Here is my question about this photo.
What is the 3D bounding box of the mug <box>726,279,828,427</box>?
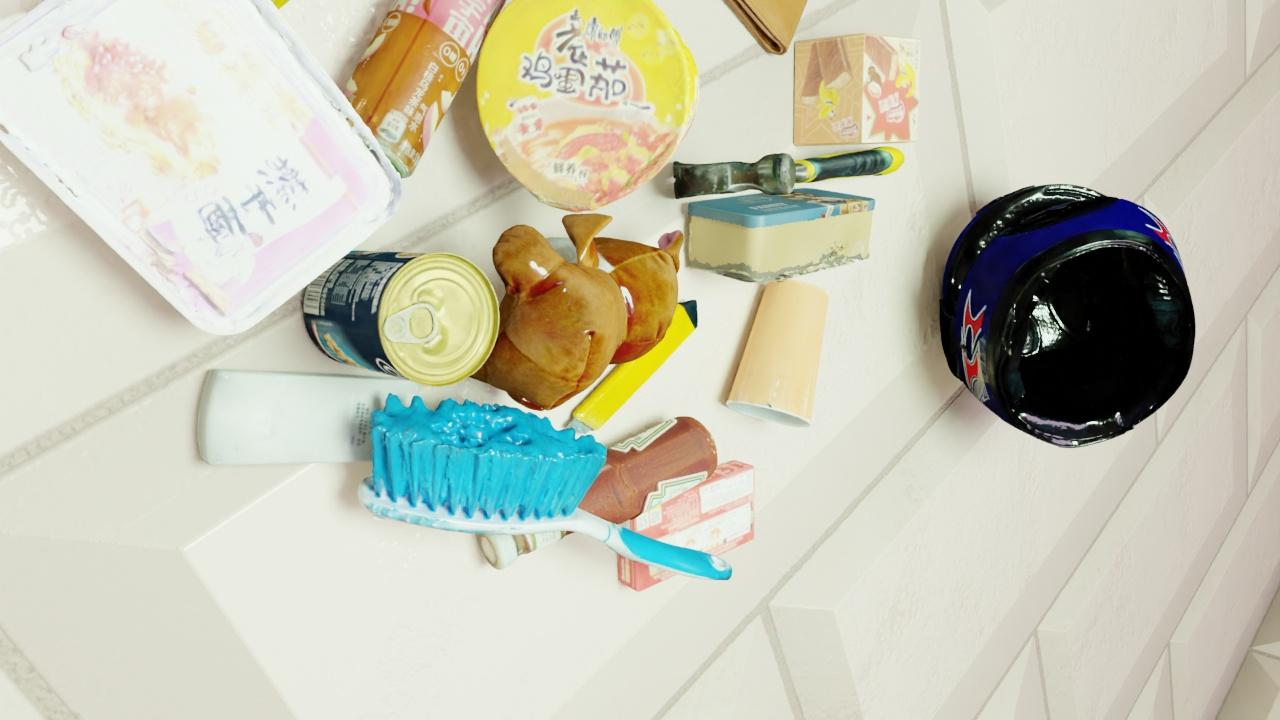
[{"bbox_3d":[0.131,-0.008,0.839,0.078,0.078,0.122,25,76,-43],"label":"mug"}]

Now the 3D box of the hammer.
[{"bbox_3d":[0.145,-0.169,0.808,0.322,0.126,0.032,-19,109,-50],"label":"hammer"}]

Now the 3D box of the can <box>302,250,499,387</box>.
[{"bbox_3d":[-0.146,-0.028,0.549,0.075,0.111,0.075,-8,101,-41],"label":"can"}]

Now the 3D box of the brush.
[{"bbox_3d":[-0.045,0.100,0.645,0.314,0.060,0.110,11,115,-28],"label":"brush"}]

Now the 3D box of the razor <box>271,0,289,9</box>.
[{"bbox_3d":[-0.206,-0.206,0.517,0.043,0.028,0.132,48,64,-34],"label":"razor"}]

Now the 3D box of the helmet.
[{"bbox_3d":[0.447,-0.073,0.999,0.239,0.247,0.316,-96,162,-48],"label":"helmet"}]

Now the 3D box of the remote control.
[{"bbox_3d":[-0.202,0.036,0.571,0.135,0.019,0.056,4,96,-44],"label":"remote control"}]

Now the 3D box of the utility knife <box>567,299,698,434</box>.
[{"bbox_3d":[-0.004,0.004,0.752,0.163,0.015,0.033,-45,120,-26],"label":"utility knife"}]

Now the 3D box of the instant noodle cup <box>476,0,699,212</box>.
[{"bbox_3d":[-0.024,-0.178,0.608,0.109,0.138,0.138,-48,135,-68],"label":"instant noodle cup"}]

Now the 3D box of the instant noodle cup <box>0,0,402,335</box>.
[{"bbox_3d":[-0.226,-0.116,0.475,0.138,0.060,0.173,-40,126,-8],"label":"instant noodle cup"}]

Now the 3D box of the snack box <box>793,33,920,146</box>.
[{"bbox_3d":[0.201,-0.248,0.851,0.092,0.077,0.094,-13,107,-41],"label":"snack box"}]

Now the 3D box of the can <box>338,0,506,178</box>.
[{"bbox_3d":[-0.135,-0.186,0.563,0.058,0.058,0.147,35,74,-41],"label":"can"}]

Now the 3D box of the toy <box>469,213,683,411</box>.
[{"bbox_3d":[-0.043,-0.038,0.639,0.199,0.130,0.140,-19,149,-54],"label":"toy"}]

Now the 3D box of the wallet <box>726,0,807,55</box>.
[{"bbox_3d":[0.116,-0.349,0.786,0.107,0.031,0.131,34,74,-43],"label":"wallet"}]

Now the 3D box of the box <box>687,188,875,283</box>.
[{"bbox_3d":[0.119,-0.111,0.794,0.183,0.090,0.061,-14,113,-42],"label":"box"}]

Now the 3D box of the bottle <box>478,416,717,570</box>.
[{"bbox_3d":[-0.031,0.104,0.721,0.205,0.060,0.060,-23,113,-31],"label":"bottle"}]

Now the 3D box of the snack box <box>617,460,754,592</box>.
[{"bbox_3d":[0.044,0.144,0.817,0.152,0.025,0.075,-14,108,-40],"label":"snack box"}]
